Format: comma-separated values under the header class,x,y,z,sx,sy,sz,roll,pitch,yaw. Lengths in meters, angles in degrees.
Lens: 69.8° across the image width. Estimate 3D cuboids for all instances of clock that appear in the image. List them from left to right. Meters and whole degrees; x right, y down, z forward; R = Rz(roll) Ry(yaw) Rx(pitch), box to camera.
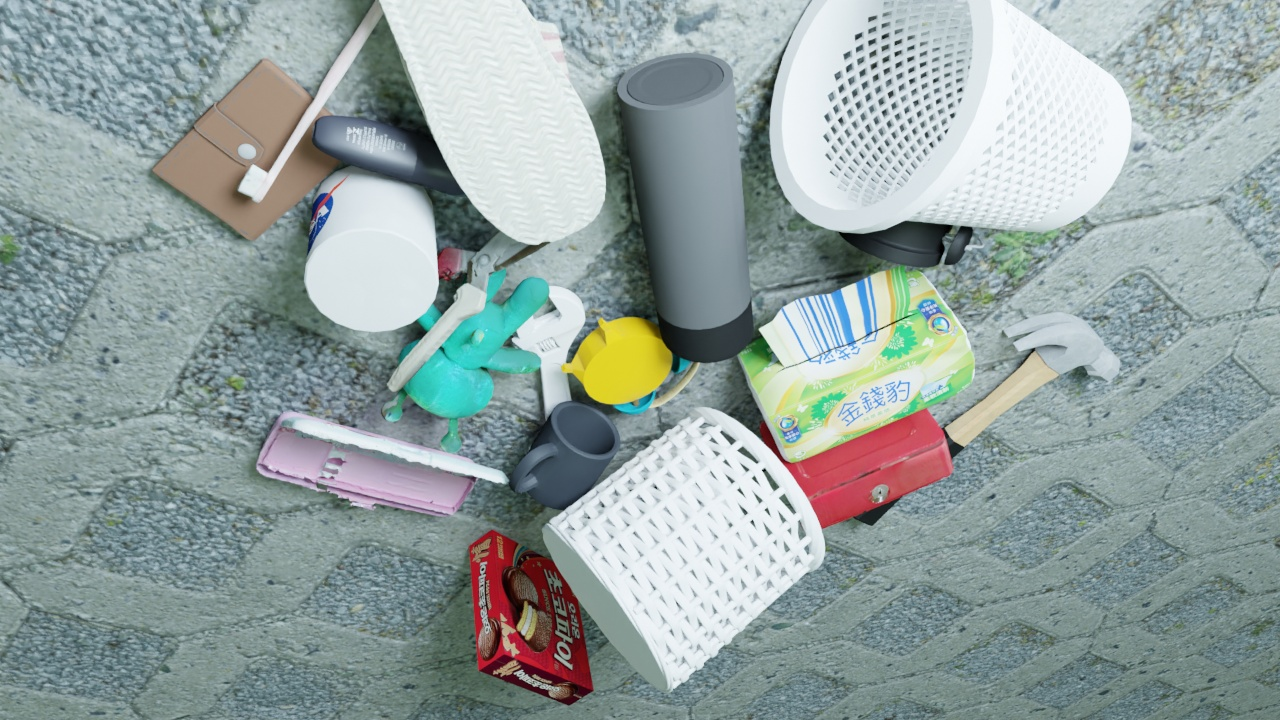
class,x,y,z,sx,sy,sz,roll,pitch,yaw
clock,-0.005,0.005,0.839,0.129,0.043,0.099,21,121,-39
clock,0.227,-0.114,0.768,0.120,0.091,0.043,11,118,-7

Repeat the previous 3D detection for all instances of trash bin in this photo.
class,x,y,z,sx,sy,sz,roll,pitch,yaw
trash bin,0.234,-0.175,0.663,0.199,0.195,0.196,6,130,-32

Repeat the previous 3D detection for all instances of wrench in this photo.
class,x,y,z,sx,sy,sz,roll,pitch,yaw
wrench,-0.079,0.040,0.877,0.066,0.018,0.274,-9,134,-7

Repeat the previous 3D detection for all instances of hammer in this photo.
class,x,y,z,sx,sy,sz,roll,pitch,yaw
hammer,0.359,0.074,1.011,0.131,0.039,0.329,26,121,-31

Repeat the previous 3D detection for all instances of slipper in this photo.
class,x,y,z,sx,sy,sz,roll,pitch,yaw
slipper,-0.104,-0.202,0.618,0.115,0.052,0.263,-30,121,-7

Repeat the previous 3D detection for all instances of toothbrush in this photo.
class,x,y,z,sx,sy,sz,roll,pitch,yaw
toothbrush,-0.222,-0.181,0.626,0.018,0.015,0.181,32,111,-30

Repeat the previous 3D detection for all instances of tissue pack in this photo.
class,x,y,z,sx,sy,sz,roll,pitch,yaw
tissue pack,0.188,-0.015,0.837,0.198,0.120,0.141,-28,131,2

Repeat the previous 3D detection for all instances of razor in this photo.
class,x,y,z,sx,sy,sz,roll,pitch,yaw
razor,-0.162,-0.146,0.660,0.142,0.047,0.052,11,169,-31

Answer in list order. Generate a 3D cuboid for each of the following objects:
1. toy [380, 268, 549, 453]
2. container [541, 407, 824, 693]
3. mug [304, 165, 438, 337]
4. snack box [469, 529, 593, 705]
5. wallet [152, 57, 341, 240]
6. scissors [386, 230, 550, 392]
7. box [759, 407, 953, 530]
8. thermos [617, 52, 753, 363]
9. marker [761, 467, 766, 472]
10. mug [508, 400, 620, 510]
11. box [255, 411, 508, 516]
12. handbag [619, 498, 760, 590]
class,x,y,z,sx,sy,sz,roll,pitch,yaw
toy,-0.150,-0.005,0.776,0.130,0.072,0.194,29,121,-16
container,0.037,0.171,0.848,0.186,0.189,0.189,-36,137,-19
mug,-0.203,-0.073,0.690,0.091,0.090,0.122,6,130,-20
snack box,-0.119,0.276,0.988,0.036,0.152,0.132,-37,130,18
wallet,-0.273,-0.147,0.656,0.121,0.013,0.087,-36,130,16
scissors,-0.153,-0.055,0.726,0.015,0.185,0.179,13,93,-65
box,0.216,0.106,0.909,0.157,0.170,0.156,-25,108,7
thermos,0.041,-0.111,0.726,0.082,0.082,0.241,-14,133,-2
marker,0.186,0.091,0.998,0.152,0.011,0.011,-27,133,10
mug,-0.078,0.093,0.853,0.104,0.071,0.078,-16,148,-50
box,-0.238,0.090,0.853,0.201,0.066,0.154,20,144,-29
handbag,0.056,0.219,0.966,0.151,0.175,0.074,-2,132,-13
